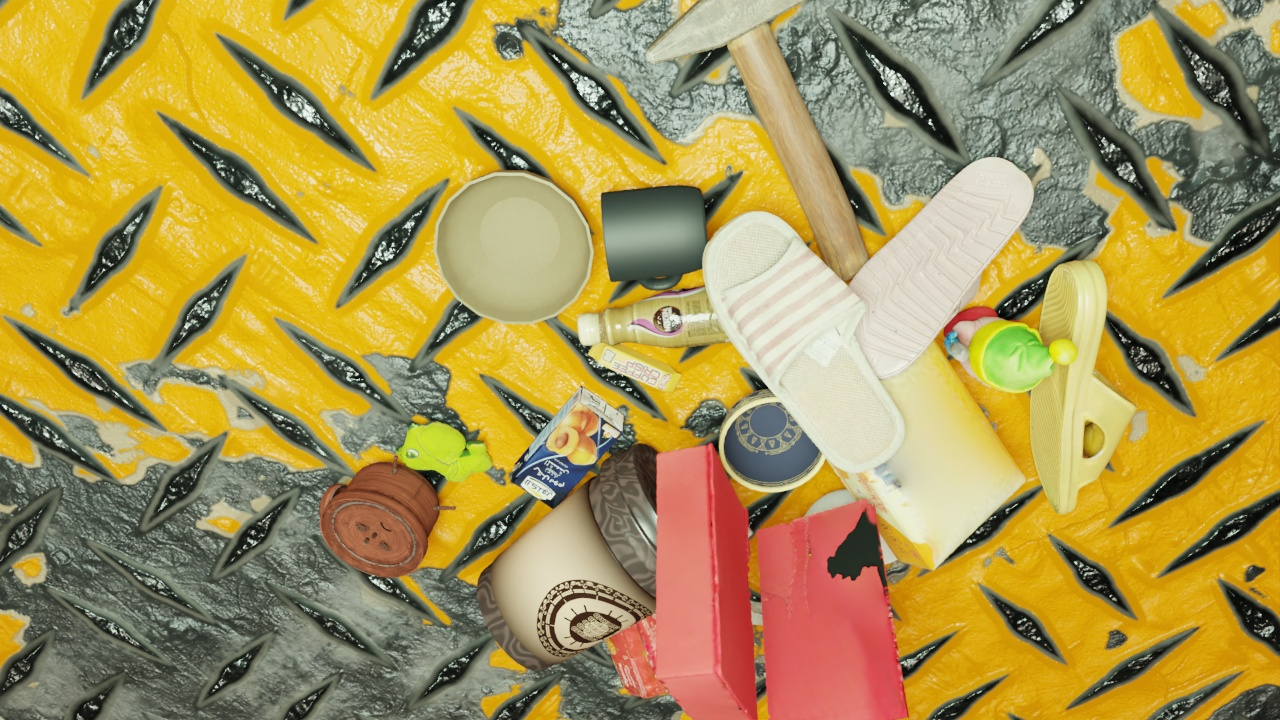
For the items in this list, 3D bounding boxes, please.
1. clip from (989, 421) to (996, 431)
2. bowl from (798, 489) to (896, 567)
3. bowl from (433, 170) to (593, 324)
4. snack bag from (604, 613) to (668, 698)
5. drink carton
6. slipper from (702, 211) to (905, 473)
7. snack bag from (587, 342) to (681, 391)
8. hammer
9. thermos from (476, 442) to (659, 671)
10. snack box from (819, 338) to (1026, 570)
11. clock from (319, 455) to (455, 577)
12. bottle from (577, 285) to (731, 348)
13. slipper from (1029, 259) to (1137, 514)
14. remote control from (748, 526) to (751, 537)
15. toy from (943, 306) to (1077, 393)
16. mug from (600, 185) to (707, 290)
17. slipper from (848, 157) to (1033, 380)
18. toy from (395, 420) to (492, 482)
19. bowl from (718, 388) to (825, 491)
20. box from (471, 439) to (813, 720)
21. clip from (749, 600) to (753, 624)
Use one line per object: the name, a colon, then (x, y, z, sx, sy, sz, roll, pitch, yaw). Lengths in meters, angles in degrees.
clip: (0.303, 0.093, 0.994, 0.163, 0.028, 0.112, -4, 117, 3)
bowl: (0.234, 0.179, 1.012, 0.115, 0.050, 0.115, 9, 143, 7)
bowl: (-0.120, -0.114, 0.893, 0.152, 0.050, 0.152, 1, 116, 1)
snack bag: (-0.002, 0.331, 1.088, 0.082, 0.082, 0.176, -14, 114, 8)
drink carton: (-0.080, 0.097, 0.999, 0.064, 0.040, 0.130, 36, 111, -14)
slipper: (0.153, -0.015, 0.824, 0.115, 0.052, 0.263, -33, 95, 2)
snack bag: (-0.006, 0.006, 0.965, 0.099, 0.020, 0.026, 24, 115, -9)
hammer: (0.136, -0.202, 0.852, 0.158, 0.037, 0.301, -25, 112, 13)
thermos: (-0.047, 0.217, 0.978, 0.226, 0.172, 0.172, -36, 110, 14)
snack box: (0.273, 0.087, 0.911, 0.145, 0.081, 0.195, -38, 99, -15)
clock: (-0.291, 0.178, 1.015, 0.158, 0.072, 0.120, -33, 111, 32)
bottle: (0.020, -0.040, 0.921, 0.166, 0.059, 0.060, -7, 115, 6)
slipper: (0.447, 0.027, 0.923, 0.078, 0.099, 0.264, -4, 111, 1)
remote control: (0.076, 0.231, 1.074, 0.033, 0.012, 0.131, 38, 111, -13)
toy: (0.353, -0.013, 0.884, 0.124, 0.131, 0.097, 28, 118, -11)
mug: (0.016, -0.110, 0.882, 0.094, 0.085, 0.122, -6, 143, 2)
slipper: (0.277, -0.086, 0.878, 0.094, 0.064, 0.239, 40, 94, 20)
toy: (-0.216, 0.102, 1.009, 0.094, 0.036, 0.093, -23, 122, 15)
bowl: (0.138, 0.076, 0.971, 0.112, 0.061, 0.112, 1, 116, 1)
box: (-0.030, 0.228, 0.844, 0.352, 0.216, 0.198, -12, 140, 18)
clip: (0.108, 0.287, 1.089, 0.102, 0.056, 0.056, 7, 140, -3)
